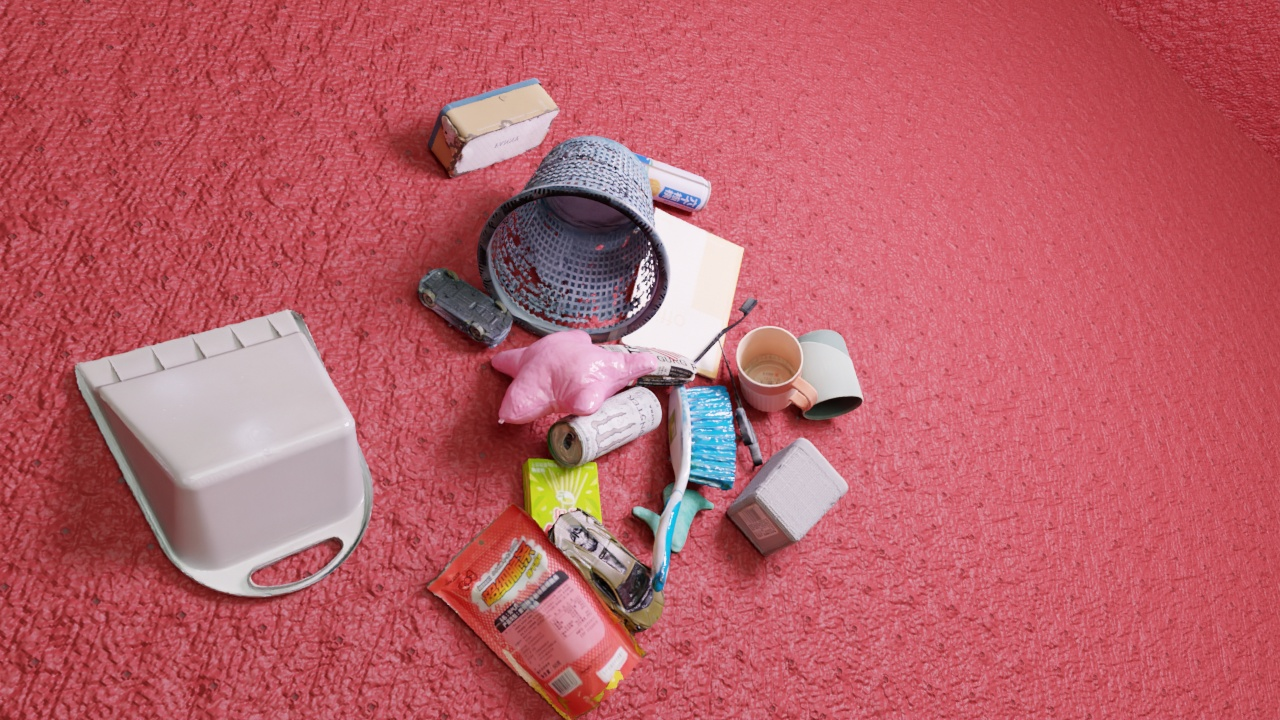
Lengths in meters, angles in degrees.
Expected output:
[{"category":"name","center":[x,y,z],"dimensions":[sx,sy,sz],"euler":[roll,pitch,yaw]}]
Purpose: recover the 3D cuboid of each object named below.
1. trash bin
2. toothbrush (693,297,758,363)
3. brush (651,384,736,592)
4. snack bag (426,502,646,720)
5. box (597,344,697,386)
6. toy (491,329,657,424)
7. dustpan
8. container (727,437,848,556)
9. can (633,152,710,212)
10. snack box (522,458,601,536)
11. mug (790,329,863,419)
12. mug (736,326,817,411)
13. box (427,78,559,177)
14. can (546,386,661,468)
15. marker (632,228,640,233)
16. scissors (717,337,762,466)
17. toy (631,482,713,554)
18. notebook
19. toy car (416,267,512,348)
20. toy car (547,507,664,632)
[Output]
[{"category":"trash bin","center":[-0.068,-0.165,1.131],"dimensions":[0.226,0.227,0.194],"euler":[26,40,-15]},{"category":"toothbrush","center":[0.099,-0.028,1.229],"dimensions":[0.017,0.014,0.188],"euler":[45,63,1]},{"category":"brush","center":[0.060,0.141,1.079],"dimensions":[0.109,0.061,0.313],"euler":[13,43,-15]},{"category":"snack bag","center":[-0.101,0.258,0.929],"dimensions":[0.128,0.073,0.208],"euler":[-43,90,2]},{"category":"box","center":[-0.005,0.003,1.143],"dimensions":[0.164,0.070,0.055],"euler":[1,97,-27]},{"category":"toy","center":[-0.097,0.019,1.032],"dimensions":[0.178,0.195,0.075],"euler":[-33,125,-33]},{"category":"dustpan","center":[-0.390,0.096,0.908],"dimensions":[0.222,0.143,0.258],"euler":[-21,45,-37]},{"category":"container","center":[0.179,0.173,1.138],"dimensions":[0.090,0.090,0.114],"euler":[48,54,4]},{"category":"can","center":[0.032,-0.257,1.326],"dimensions":[0.134,0.053,0.053],"euler":[15,57,-22]},{"category":"snack box","center":[-0.084,0.187,1.018],"dimensions":[0.085,0.026,0.156],"euler":[7,60,-25]},{"category":"mug","center":[0.240,0.020,1.271],"dimensions":[0.111,0.082,0.106],"euler":[-9,66,-7]},{"category":"mug","center":[0.180,0.023,1.191],"dimensions":[0.114,0.106,0.081],"euler":[37,78,20]},{"category":"box","center":[-0.187,-0.309,1.211],"dimensions":[0.060,0.090,0.183],"euler":[50,49,6]},{"category":"can","center":[-0.040,0.076,1.070],"dimensions":[0.146,0.058,0.058],"euler":[-21,74,-49]},{"category":"marker","center":[-0.030,-0.193,1.277],"dimensions":[0.145,0.017,0.016],"euler":[19,55,-19]},{"category":"scissors","center":[0.127,0.057,1.187],"dimensions":[0.159,0.014,0.178],"euler":[-69,139,-77]},{"category":"toy","center":[0.037,0.183,1.087],"dimensions":[0.096,0.030,0.091],"euler":[29,49,-9]},{"category":"notebook","center":[0.059,-0.090,1.242],"dimensions":[0.145,0.010,0.206],"euler":[22,68,-17]},{"category":"toy car","center":[-0.209,-0.062,1.088],"dimensions":[0.120,0.037,0.054],"euler":[35,51,5]},{"category":"toy car","center":[-0.034,0.224,0.983],"dimensions":[0.158,0.042,0.070],"euler":[43,51,-9]}]
